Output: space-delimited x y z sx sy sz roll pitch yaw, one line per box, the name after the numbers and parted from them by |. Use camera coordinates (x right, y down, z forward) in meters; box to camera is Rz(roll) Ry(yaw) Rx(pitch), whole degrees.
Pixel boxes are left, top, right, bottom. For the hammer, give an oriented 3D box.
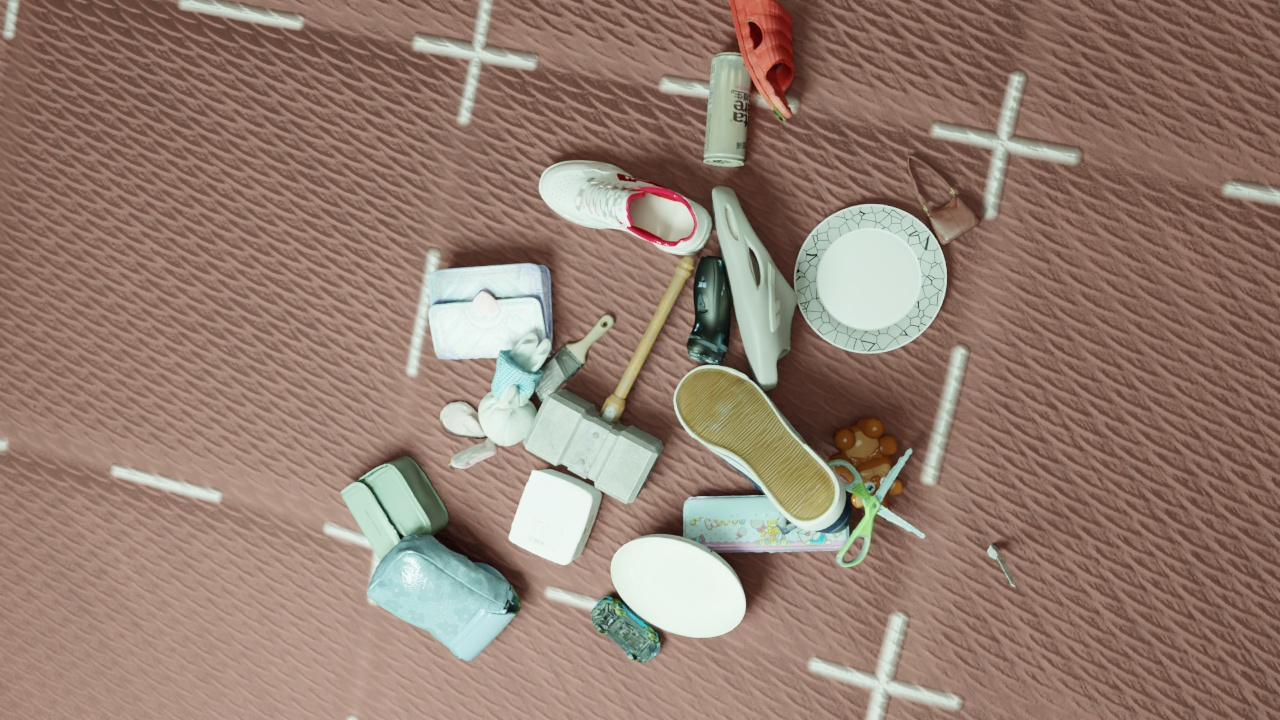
-0.007 0.007 1.196 0.163 0.083 0.318 28 97 6 | hammer

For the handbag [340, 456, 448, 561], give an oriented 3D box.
-0.341 0.207 1.267 0.106 0.067 0.122 -33 88 10 | handbag

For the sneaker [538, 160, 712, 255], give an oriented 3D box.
-0.026 -0.202 1.178 0.236 0.104 0.090 23 96 7 | sneaker

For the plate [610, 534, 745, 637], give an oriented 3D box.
0.052 0.286 1.194 0.182 0.034 0.183 12 129 16 | plate

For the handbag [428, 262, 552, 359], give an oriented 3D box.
-0.200 -0.065 1.232 0.159 0.069 0.126 -2 94 6 | handbag

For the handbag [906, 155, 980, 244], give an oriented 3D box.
0.373 -0.208 1.159 0.055 0.029 0.119 -33 83 7 | handbag

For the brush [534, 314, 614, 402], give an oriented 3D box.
-0.091 -0.006 1.244 0.151 0.012 0.039 -43 86 8 | brush

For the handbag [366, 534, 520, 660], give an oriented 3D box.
-0.261 0.308 1.232 0.192 0.118 0.122 36 107 -14 | handbag

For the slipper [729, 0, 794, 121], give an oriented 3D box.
0.154 -0.423 1.142 0.059 0.103 0.248 -17 88 23 | slipper

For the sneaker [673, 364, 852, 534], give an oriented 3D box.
0.155 0.118 1.151 0.121 0.127 0.294 -49 51 3 | sneaker

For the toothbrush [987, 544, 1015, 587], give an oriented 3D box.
0.429 0.246 1.092 0.010 0.181 0.010 29 99 12 | toothbrush

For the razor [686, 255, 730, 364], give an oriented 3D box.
0.085 -0.064 1.182 0.053 0.063 0.140 11 110 38 | razor

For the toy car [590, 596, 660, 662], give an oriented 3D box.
-0.020 0.363 1.242 0.105 0.032 0.048 40 97 0 | toy car

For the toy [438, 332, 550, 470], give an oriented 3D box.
-0.174 0.050 1.224 0.105 0.131 0.206 23 112 -36 | toy

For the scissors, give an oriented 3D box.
0.290 0.180 1.144 0.172 0.021 0.171 32 87 -11 | scissors

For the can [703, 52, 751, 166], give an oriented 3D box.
0.113 -0.321 1.176 0.054 0.054 0.135 5 93 8 | can

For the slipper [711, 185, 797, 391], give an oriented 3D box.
0.155 -0.098 1.164 0.080 0.113 0.265 -14 85 -2 | slipper

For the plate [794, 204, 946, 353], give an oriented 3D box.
0.293 -0.104 1.178 0.189 0.016 0.188 0 93 9 | plate

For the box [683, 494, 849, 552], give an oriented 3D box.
0.163 0.212 1.198 0.214 0.065 0.078 -3 79 9 | box

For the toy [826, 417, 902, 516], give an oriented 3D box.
0.290 0.138 1.169 0.095 0.065 0.127 -20 95 1 | toy

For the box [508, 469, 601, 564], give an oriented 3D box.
-0.112 0.209 1.249 0.102 0.091 0.107 20 91 15 | box
